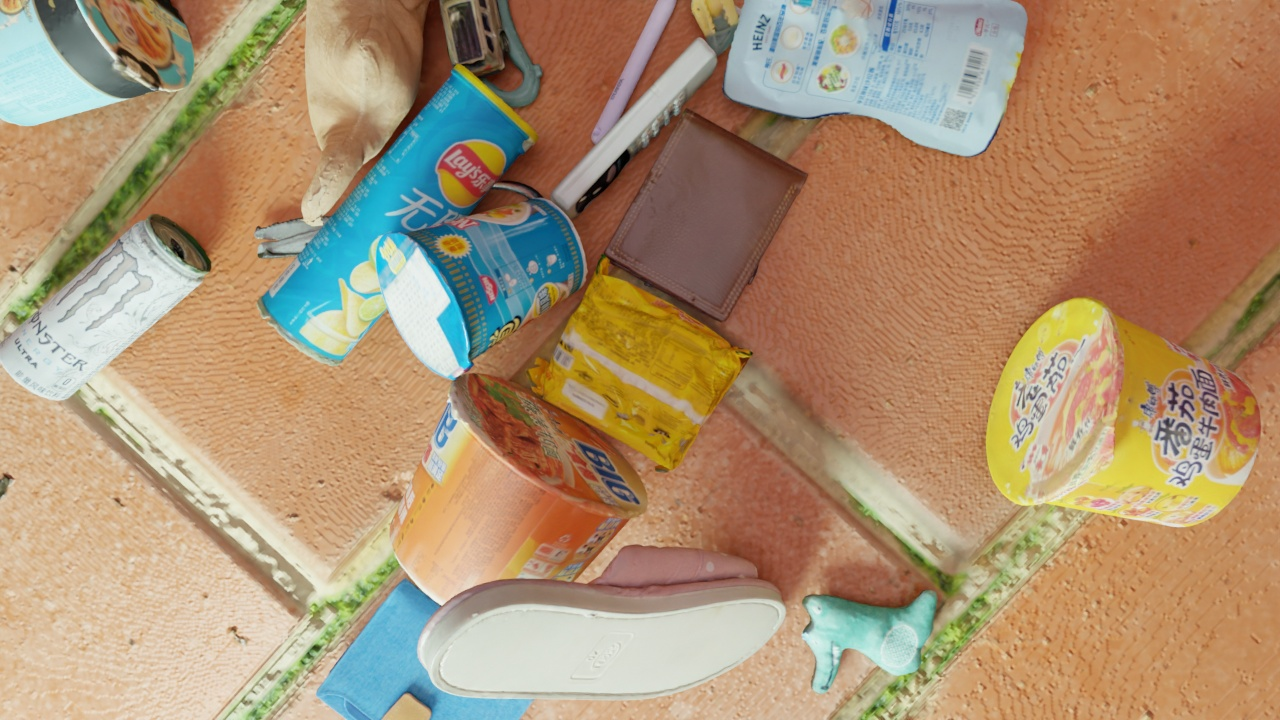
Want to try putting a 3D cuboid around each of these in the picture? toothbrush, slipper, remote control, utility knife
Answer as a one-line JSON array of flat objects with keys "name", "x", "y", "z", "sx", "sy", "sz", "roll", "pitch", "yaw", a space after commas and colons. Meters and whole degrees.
[{"name": "toothbrush", "x": 0.009, "y": -0.238, "z": 0.647, "sx": 0.029, "sy": 0.021, "sz": 0.189, "roll": 27, "pitch": 94, "yaw": 34}, {"name": "slipper", "x": -0.015, "y": 0.164, "z": 0.584, "sx": 0.274, "sy": 0.054, "sz": 0.114, "roll": 10, "pitch": 121, "yaw": -38}, {"name": "remote control", "x": -0.004, "y": -0.156, "z": 0.632, "sx": 0.021, "sy": 0.058, "sz": 0.150, "roll": 44, "pitch": 94, "yaw": 0}, {"name": "utility knife", "x": 0.022, "y": -0.316, "z": 0.626, "sx": 0.031, "sy": 0.022, "sz": 0.219, "roll": -22, "pitch": 91, "yaw": -5}]

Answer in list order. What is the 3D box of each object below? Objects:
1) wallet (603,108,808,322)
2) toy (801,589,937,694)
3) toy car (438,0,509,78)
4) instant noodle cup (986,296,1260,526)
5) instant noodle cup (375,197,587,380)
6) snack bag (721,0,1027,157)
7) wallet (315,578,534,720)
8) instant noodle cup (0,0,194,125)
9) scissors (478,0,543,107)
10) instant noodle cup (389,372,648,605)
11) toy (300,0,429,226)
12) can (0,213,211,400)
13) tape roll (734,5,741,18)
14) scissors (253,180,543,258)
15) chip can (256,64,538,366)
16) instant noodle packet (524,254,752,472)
[{"name": "wallet", "x": 0.046, "y": -0.101, "z": 0.647, "sx": 0.101, "sy": 0.032, "sz": 0.124, "roll": 29, "pitch": 94, "yaw": -1}, {"name": "toy", "x": 0.156, "y": 0.198, "z": 0.652, "sx": 0.092, "sy": 0.030, "sz": 0.096, "roll": 14, "pitch": 100, "yaw": 7}, {"name": "toy car", "x": -0.119, "y": -0.242, "z": 0.632, "sx": 0.042, "sy": 0.035, "sz": 0.090, "roll": -10, "pitch": 90, "yaw": 11}, {"name": "instant noodle cup", "x": 0.309, "y": 0.041, "z": 0.590, "sx": 0.110, "sy": 0.138, "sz": 0.138, "roll": 18, "pitch": 93, "yaw": -6}, {"name": "instant noodle cup", "x": -0.098, "y": -0.055, "z": 0.595, "sx": 0.109, "sy": 0.099, "sz": 0.099, "roll": -31, "pitch": 90, "yaw": -35}, {"name": "snack bag", "x": 0.159, "y": -0.211, "z": 0.627, "sx": 0.191, "sy": 0.038, "sz": 0.110, "roll": 13, "pitch": 107, "yaw": -1}, {"name": "wallet", "x": -0.154, "y": 0.239, "z": 0.667, "sx": 0.133, "sy": 0.040, "sz": 0.106, "roll": 37, "pitch": 89, "yaw": 2}, {"name": "instant noodle cup", "x": -0.397, "y": -0.218, "z": 0.633, "sx": 0.120, "sy": 0.111, "sz": 0.111, "roll": -18, "pitch": 91, "yaw": 11}, {"name": "scissors", "x": -0.062, "y": -0.273, "z": 0.650, "sx": 0.180, "sy": 0.019, "sz": 0.170, "roll": -11, "pitch": 91, "yaw": 7}, {"name": "instant noodle cup", "x": -0.087, "y": 0.096, "z": 0.608, "sx": 0.151, "sy": 0.151, "sz": 0.111, "roll": 34, "pitch": 101, "yaw": 1}, {"name": "toy", "x": -0.184, "y": -0.195, "z": 0.602, "sx": 0.082, "sy": 0.143, "sz": 0.226, "roll": 5, "pitch": 89, "yaw": -9}, {"name": "can", "x": -0.382, "y": -0.038, "z": 0.657, "sx": 0.147, "sy": 0.058, "sz": 0.058, "roll": -39, "pitch": 90, "yaw": 4}, {"name": "tape roll", "x": 0.089, "y": -0.279, "z": 0.645, "sx": 0.086, "sy": 0.014, "sz": 0.086, "roll": 0, "pitch": 92, "yaw": 3}, {"name": "scissors", "x": -0.171, "y": -0.077, "z": 0.666, "sx": 0.207, "sy": 0.015, "sz": 0.193, "roll": -39, "pitch": 90, "yaw": 4}, {"name": "chip can", "x": -0.164, "y": -0.096, "z": 0.622, "sx": 0.071, "sy": 0.071, "sz": 0.210, "roll": 42, "pitch": 94, "yaw": 1}, {"name": "instant noodle packet", "x": -0.004, "y": 0.004, "z": 0.640, "sx": 0.128, "sy": 0.044, "sz": 0.111, "roll": 33, "pitch": 105, "yaw": 4}]
